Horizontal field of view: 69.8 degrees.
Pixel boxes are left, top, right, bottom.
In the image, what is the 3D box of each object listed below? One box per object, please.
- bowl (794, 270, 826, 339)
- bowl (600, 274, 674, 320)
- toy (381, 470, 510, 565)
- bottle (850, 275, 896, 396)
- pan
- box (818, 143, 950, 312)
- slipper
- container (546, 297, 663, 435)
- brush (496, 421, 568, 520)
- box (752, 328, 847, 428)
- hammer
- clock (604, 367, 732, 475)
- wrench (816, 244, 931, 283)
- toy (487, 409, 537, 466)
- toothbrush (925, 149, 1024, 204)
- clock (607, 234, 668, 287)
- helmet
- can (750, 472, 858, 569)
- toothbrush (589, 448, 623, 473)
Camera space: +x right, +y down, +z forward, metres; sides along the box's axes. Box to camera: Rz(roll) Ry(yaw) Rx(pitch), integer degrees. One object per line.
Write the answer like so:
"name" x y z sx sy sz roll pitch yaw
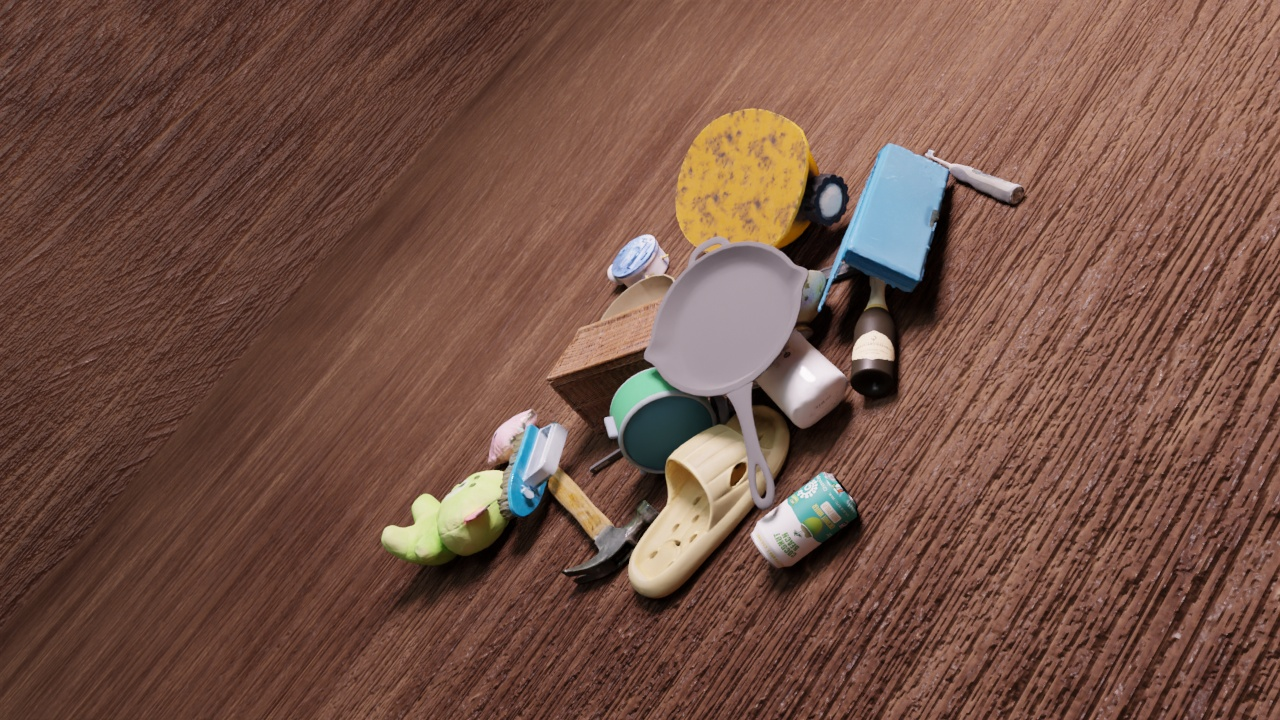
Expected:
"bowl" 0.167 -0.051 1.119 0.145 0.145 0.063 -26 73 28
"bowl" 0.007 -0.053 1.353 0.153 0.050 0.152 -30 34 23
"toy" -0.254 0.227 1.294 0.197 0.107 0.149 -14 19 27
"bottle" 0.266 -0.041 1.038 0.045 0.045 0.184 -21 37 35
"pan" 0.106 0.005 1.006 0.217 0.024 0.353 -28 51 25
"box" 0.292 -0.147 1.101 0.112 0.094 0.230 109 -174 -49
"slipper" 0.067 0.145 1.026 0.261 0.079 0.111 -52 35 -11
"container" -0.007 0.007 1.223 0.199 0.113 0.113 -19 29 36
"brush" -0.145 0.150 1.232 0.076 0.055 0.135 -27 35 37
"box" 0.171 0.021 1.058 0.084 0.136 0.147 -39 55 -1
"hammer" -0.093 0.183 1.215 0.132 0.033 0.330 -49 30 -5
"clock" 0.043 0.060 1.111 0.162 0.122 0.075 -33 34 8
"wrench" 0.243 -0.110 1.176 0.274 0.018 0.073 -18 41 40
"toy" -0.199 0.124 1.388 0.096 0.053 0.098 -44 9 33
"toothbrush" 0.401 -0.227 1.122 0.185 0.022 0.024 -123 44 -59
"clock" -0.008 -0.159 1.494 0.088 0.052 0.125 -53 32 -12
"helmet" 0.177 -0.234 1.286 0.256 0.131 0.205 21 100 51
"can" 0.163 0.160 0.913 0.102 0.055 0.055 -39 31 9
"toothbrush" -0.002 0.104 1.215 0.168 0.013 0.013 -34 41 18
